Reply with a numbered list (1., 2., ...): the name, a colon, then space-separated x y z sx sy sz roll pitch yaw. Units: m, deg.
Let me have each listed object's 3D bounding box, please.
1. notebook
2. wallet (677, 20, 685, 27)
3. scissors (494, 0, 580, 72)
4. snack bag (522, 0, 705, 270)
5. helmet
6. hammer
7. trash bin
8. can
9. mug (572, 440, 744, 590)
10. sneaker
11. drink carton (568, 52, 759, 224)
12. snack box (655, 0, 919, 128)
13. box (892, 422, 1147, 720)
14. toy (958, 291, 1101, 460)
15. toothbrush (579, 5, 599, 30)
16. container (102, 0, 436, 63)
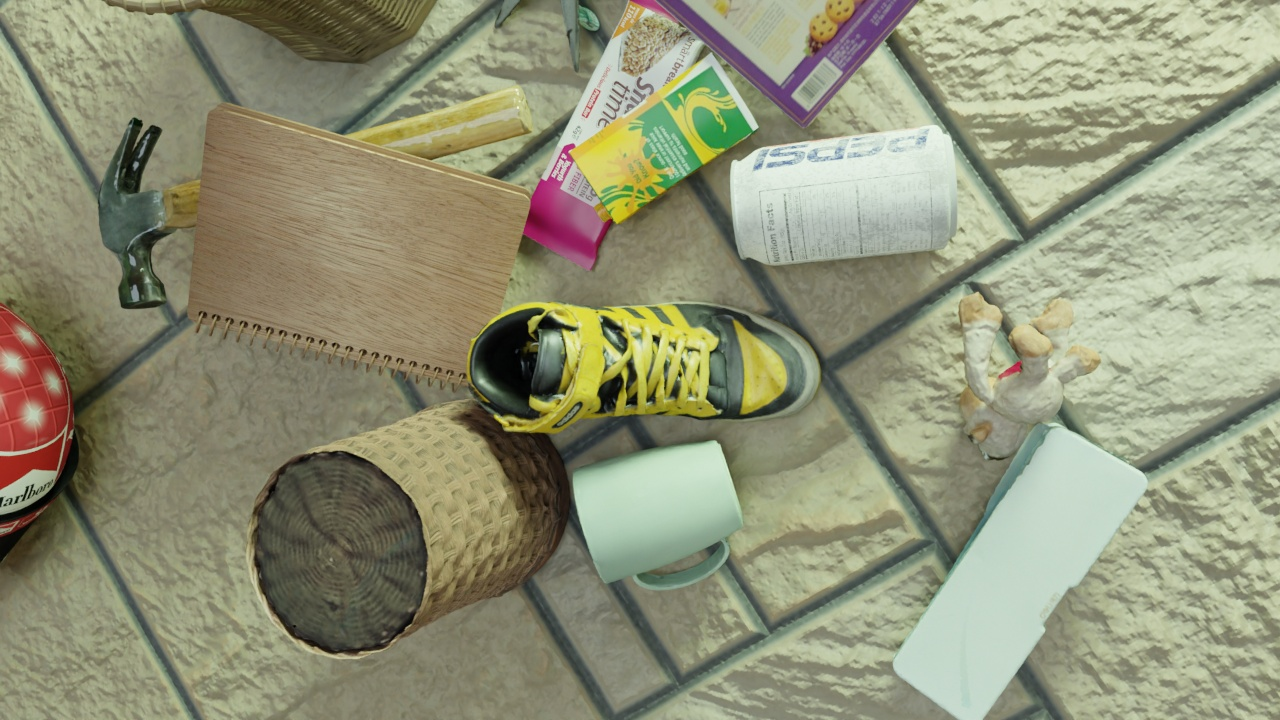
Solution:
1. notebook: -0.200 -0.069 0.646 0.210 0.022 0.169 14 117 -12
2. wallet: 0.056 -0.292 0.608 0.087 0.013 0.121 -11 118 5
3. scissors: -0.042 -0.312 0.610 0.226 0.016 0.225 2 109 38
4. snack bag: -0.020 -0.167 0.664 0.070 0.016 0.197 31 100 9
5. helmet: -0.570 0.056 0.723 0.225 0.197 0.271 -22 96 14
6. hammer: -0.237 -0.137 0.654 0.331 0.033 0.132 -13 86 10
7. trash bin: -0.150 0.109 0.612 0.151 0.210 0.151 1 93 15
8. can: 0.131 -0.105 0.597 0.136 0.078 0.078 -4 92 14
9. mug: 0.018 0.113 0.643 0.104 0.084 0.111 -17 117 2
10. sneaker: -0.004 0.004 0.615 0.239 0.122 0.086 2 95 15
11. drink carton: 0.013 -0.149 0.632 0.122 0.041 0.058 -33 96 7
12. snack box: 0.098 -0.249 0.574 0.148 0.040 0.144 39 124 -7
13. box: 0.242 0.138 0.597 0.085 0.070 0.199 26 101 -8
14. toy: 0.242 0.016 0.590 0.085 0.074 0.106 -3 118 -27
15. toothbrush: -0.080 -0.287 0.672 0.135 0.017 0.022 44 105 8
16. container: -0.254 -0.320 0.621 0.227 0.196 0.227 1 93 14
